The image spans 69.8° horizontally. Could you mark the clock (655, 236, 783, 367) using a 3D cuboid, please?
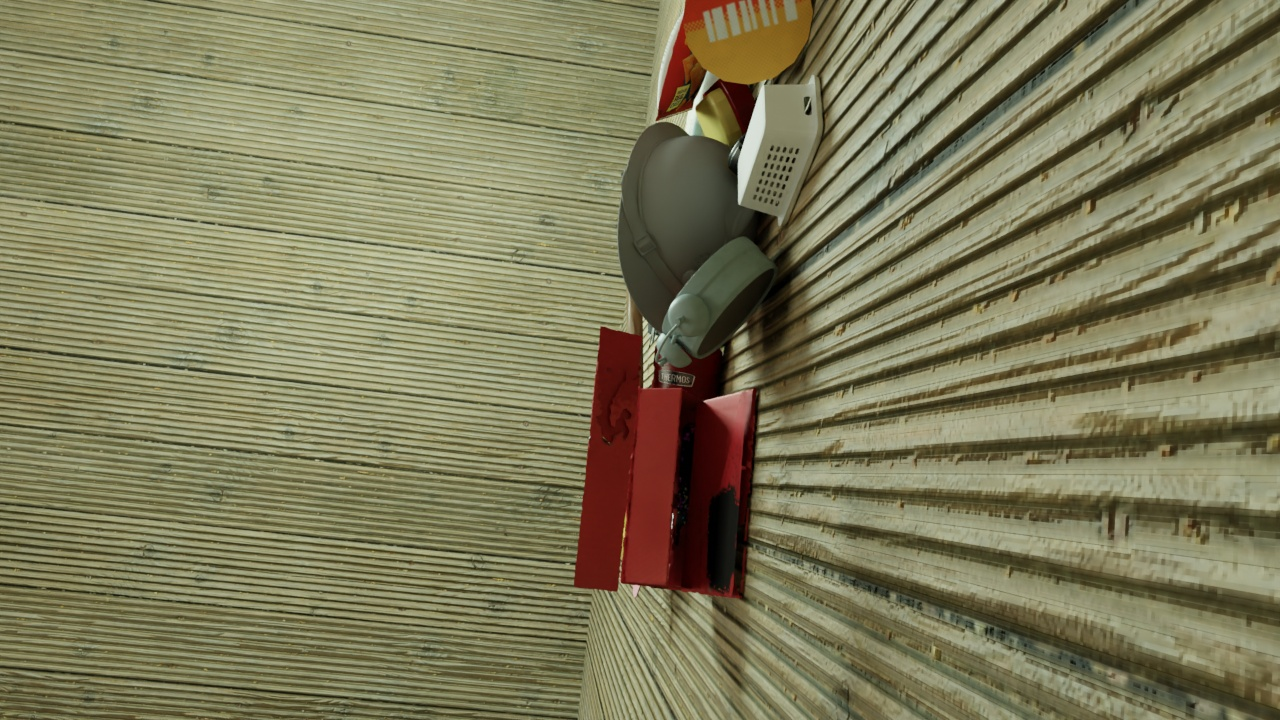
[{"bbox_3d":[0.070,-0.052,0.882,0.159,0.045,0.123,-41,-16,-29],"label":"clock"}]

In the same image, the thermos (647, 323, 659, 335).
[{"bbox_3d":[0.050,-0.151,1.484,0.098,0.098,0.221,-119,31,-82],"label":"thermos"}]

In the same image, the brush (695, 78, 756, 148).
[{"bbox_3d":[0.102,-0.288,1.093,0.082,0.042,0.173,64,180,-10],"label":"brush"}]

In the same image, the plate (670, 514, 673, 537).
[{"bbox_3d":[0.050,0.217,1.352,0.208,0.015,0.208,-175,92,-85],"label":"plate"}]

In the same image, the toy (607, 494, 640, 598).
[{"bbox_3d":[-0.004,0.242,1.325,0.238,0.087,0.190,97,159,-77],"label":"toy"}]

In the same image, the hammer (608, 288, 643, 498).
[{"bbox_3d":[-0.007,0.007,1.134,0.098,0.052,0.327,118,154,-63],"label":"hammer"}]

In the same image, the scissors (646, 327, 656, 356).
[{"bbox_3d":[0.032,-0.114,1.248,0.201,0.015,0.205,-86,9,-45],"label":"scissors"}]

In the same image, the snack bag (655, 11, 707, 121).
[{"bbox_3d":[0.058,-0.355,1.061,0.130,0.039,0.144,-43,-26,-60],"label":"snack bag"}]

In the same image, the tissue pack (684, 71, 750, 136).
[{"bbox_3d":[0.103,-0.339,1.229,0.112,0.070,0.182,-94,14,-65],"label":"tissue pack"}]

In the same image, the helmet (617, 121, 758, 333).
[{"bbox_3d":[0.076,-0.160,1.001,0.183,0.118,0.270,41,-131,-41],"label":"helmet"}]

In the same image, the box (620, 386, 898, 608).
[{"bbox_3d":[0.168,0.176,1.088,0.171,0.477,0.214,-19,62,59],"label":"box"}]

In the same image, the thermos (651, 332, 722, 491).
[{"bbox_3d":[0.057,0.059,1.157,0.107,0.084,0.198,-13,-70,-67],"label":"thermos"}]

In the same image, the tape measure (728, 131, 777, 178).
[{"bbox_3d":[0.118,-0.215,0.946,0.061,0.034,0.062,-35,-20,-26],"label":"tape measure"}]

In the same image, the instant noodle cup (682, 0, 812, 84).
[{"bbox_3d":[0.108,-0.350,0.948,0.121,0.123,0.123,-73,-8,-73],"label":"instant noodle cup"}]

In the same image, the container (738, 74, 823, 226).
[{"bbox_3d":[0.126,-0.197,0.858,0.129,0.049,0.080,104,171,-56],"label":"container"}]
